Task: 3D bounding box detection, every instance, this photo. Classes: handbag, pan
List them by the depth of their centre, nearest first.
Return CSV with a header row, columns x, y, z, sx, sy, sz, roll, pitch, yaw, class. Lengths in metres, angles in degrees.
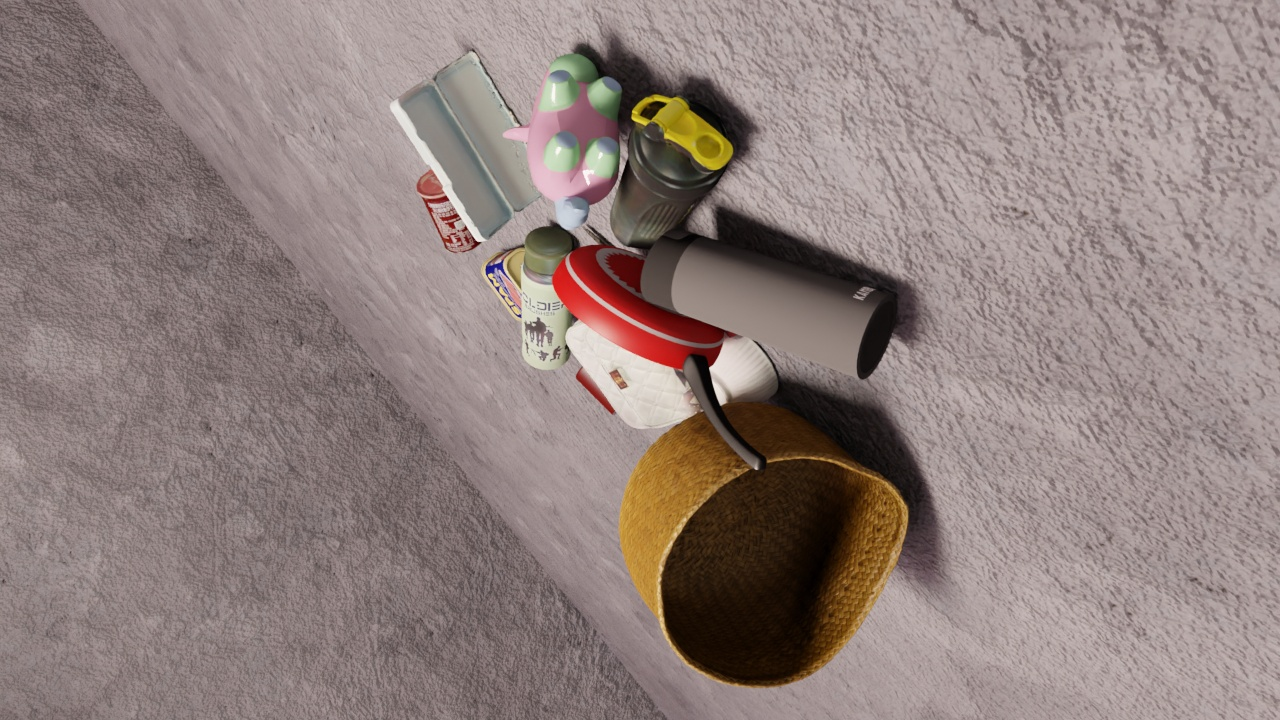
x,y,z,sx,sy,sz,roll,pitch,yaw,class
0.039,-0.019,0.996,0.356,0.208,0.067,48,119,39,pan
-0.007,0.007,1.270,0.139,0.072,0.195,-19,115,39,handbag

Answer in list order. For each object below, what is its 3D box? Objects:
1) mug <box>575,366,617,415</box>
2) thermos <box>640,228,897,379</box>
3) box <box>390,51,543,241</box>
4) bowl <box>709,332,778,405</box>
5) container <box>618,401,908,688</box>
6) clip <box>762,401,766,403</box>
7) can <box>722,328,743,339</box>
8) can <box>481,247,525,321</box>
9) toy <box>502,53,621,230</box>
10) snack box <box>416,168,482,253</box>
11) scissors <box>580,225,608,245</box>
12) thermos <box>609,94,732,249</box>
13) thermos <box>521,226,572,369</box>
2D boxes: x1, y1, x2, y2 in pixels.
x,y,z,sx,sy,sz,roll,pitch,yaw,class
-0.043,0.030,1.423,0.082,0.073,0.105,45,-173,8,mug
0.119,-0.060,0.894,0.241,0.082,0.082,22,148,30,thermos
-0.205,-0.261,1.131,0.041,0.134,0.197,1,130,48,box
0.105,0.017,1.126,0.118,0.062,0.118,39,157,20,bowl
0.124,0.198,1.065,0.307,0.306,0.196,61,172,-30,container
0.108,0.047,1.183,0.102,0.058,0.050,30,139,36,clip
0.092,-0.074,1.007,0.096,0.054,0.054,50,158,-6,can
-0.186,-0.120,1.441,0.116,0.056,0.092,55,156,-17,can
-0.072,-0.212,0.929,0.171,0.120,0.221,121,150,-60,toy
-0.293,-0.233,1.429,0.072,0.072,0.121,32,154,34,snack box
-0.017,-0.114,1.192,0.171,0.012,0.121,27,148,36,scissors
0.020,-0.181,0.917,0.098,0.098,0.221,47,163,2,thermos
-0.131,-0.089,1.330,0.082,0.082,0.232,37,144,24,thermos
